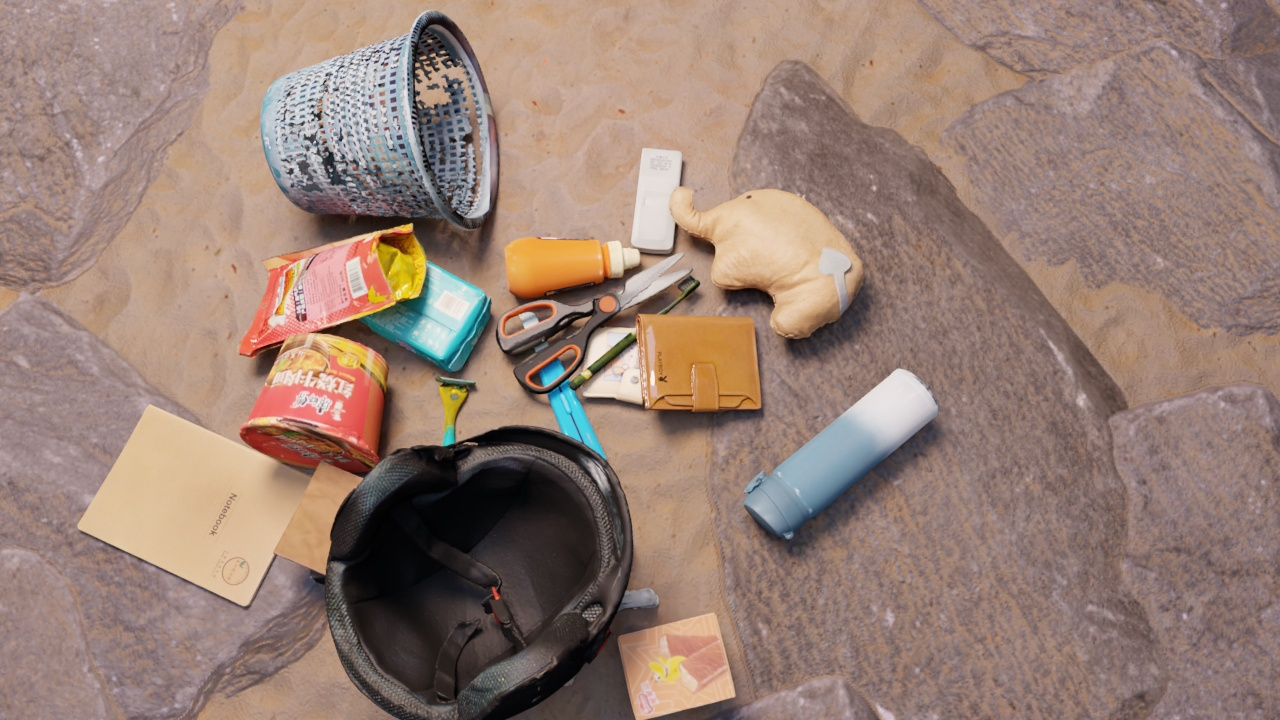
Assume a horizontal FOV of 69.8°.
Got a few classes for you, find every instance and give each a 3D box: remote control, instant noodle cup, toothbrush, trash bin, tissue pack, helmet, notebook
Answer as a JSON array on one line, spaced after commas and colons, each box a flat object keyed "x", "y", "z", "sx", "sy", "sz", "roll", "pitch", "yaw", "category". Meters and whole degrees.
[{"x": 0.019, "y": -0.183, "z": 1.050, "sx": 0.049, "sy": 0.024, "sz": 0.124, "roll": 5, "pitch": 73, "yaw": 2, "category": "remote control"}, {"x": -0.325, "y": 0.044, "z": 0.941, "sx": 0.138, "sy": 0.138, "sz": 0.108, "roll": 6, "pitch": 65, "yaw": 3, "category": "instant noodle cup"}, {"x": -0.007, "y": -0.031, "z": 0.991, "sx": 0.185, "sy": 0.012, "sz": 0.017, "roll": -40, "pitch": 73, "yaw": -13, "category": "toothbrush"}, {"x": -0.284, "y": -0.244, "z": 0.991, "sx": 0.195, "sy": 0.226, "sz": 0.226, "roll": -4, "pitch": 73, "yaw": 13, "category": "trash bin"}, {"x": -0.236, "y": -0.056, "z": 1.003, "sx": 0.133, "sy": 0.050, "sz": 0.093, "roll": 29, "pitch": 77, "yaw": 10, "category": "tissue pack"}, {"x": -0.135, "y": 0.190, "z": 0.813, "sx": 0.274, "sy": 0.230, "sz": 0.233, "roll": -37, "pitch": 75, "yaw": -14, "category": "helmet"}, {"x": -0.469, "y": 0.150, "z": 0.970, "sx": 0.208, "sy": 0.008, "sz": 0.147, "roll": 22, "pitch": 76, "yaw": 8, "category": "notebook"}]

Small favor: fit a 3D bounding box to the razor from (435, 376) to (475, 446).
[{"x": -0.201, "y": 0.082, "z": 0.974, "sx": 0.043, "sy": 0.028, "sz": 0.132, "roll": 9, "pitch": 68, "yaw": -29, "category": "razor"}]

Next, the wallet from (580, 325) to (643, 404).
[{"x": -0.006, "y": 0.006, "z": 0.997, "sx": 0.115, "sy": 0.024, "sz": 0.087, "roll": 4, "pitch": 69, "yaw": 1, "category": "wallet"}]

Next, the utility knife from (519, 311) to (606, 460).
[{"x": -0.088, "y": 0.033, "z": 0.993, "sx": 0.034, "sy": 0.018, "sz": 0.203, "roll": -24, "pitch": 73, "yaw": -5, "category": "utility knife"}]

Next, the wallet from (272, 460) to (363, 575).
[{"x": -0.289, "y": 0.166, "z": 0.907, "sx": 0.115, "sy": 0.020, "sz": 0.101, "roll": 20, "pitch": 73, "yaw": 7, "category": "wallet"}]

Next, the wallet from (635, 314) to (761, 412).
[{"x": 0.062, "y": 0.003, "z": 0.974, "sx": 0.131, "sy": 0.031, "sz": 0.107, "roll": 1, "pitch": 74, "yaw": -17, "category": "wallet"}]

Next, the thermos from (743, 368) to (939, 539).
[{"x": 0.204, "y": 0.097, "z": 0.943, "sx": 0.220, "sy": 0.070, "sz": 0.070, "roll": -37, "pitch": 76, "yaw": -9, "category": "thermos"}]

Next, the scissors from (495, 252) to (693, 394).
[{"x": -0.041, "y": -0.039, "z": 0.992, "sx": 0.234, "sy": 0.022, "sz": 0.161, "roll": -6, "pitch": 76, "yaw": 2, "category": "scissors"}]

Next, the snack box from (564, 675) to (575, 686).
[{"x": -0.078, "y": 0.236, "z": 0.924, "sx": 0.085, "sy": 0.027, "sz": 0.156, "roll": 20, "pitch": 75, "yaw": 13, "category": "snack box"}]

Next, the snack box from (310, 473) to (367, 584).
[{"x": -0.273, "y": 0.181, "z": 0.939, "sx": 0.113, "sy": 0.053, "sz": 0.125, "roll": -7, "pitch": 68, "yaw": -1, "category": "snack box"}]

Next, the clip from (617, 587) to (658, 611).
[{"x": -0.011, "y": 0.243, "z": 0.929, "sx": 0.056, "sy": 0.026, "sz": 0.024, "roll": -5, "pitch": 68, "yaw": 9, "category": "clip"}]

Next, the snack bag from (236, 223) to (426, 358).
[{"x": -0.333, "y": -0.078, "z": 0.974, "sx": 0.208, "sy": 0.073, "sz": 0.128, "roll": -14, "pitch": 56, "yaw": 22, "category": "snack bag"}]

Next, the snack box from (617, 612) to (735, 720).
[{"x": 0.033, "y": 0.290, "z": 0.875, "sx": 0.094, "sy": 0.093, "sz": 0.077, "roll": -13, "pitch": 74, "yaw": -3, "category": "snack box"}]

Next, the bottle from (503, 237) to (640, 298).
[{"x": -0.073, "y": -0.107, "z": 1.012, "sx": 0.149, "sy": 0.067, "sz": 0.066, "roll": -7, "pitch": 73, "yaw": -9, "category": "bottle"}]

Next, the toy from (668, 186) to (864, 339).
[{"x": 0.137, "y": -0.127, "z": 1.002, "sx": 0.226, "sy": 0.083, "sz": 0.143, "roll": 40, "pitch": 70, "yaw": 14, "category": "toy"}]
